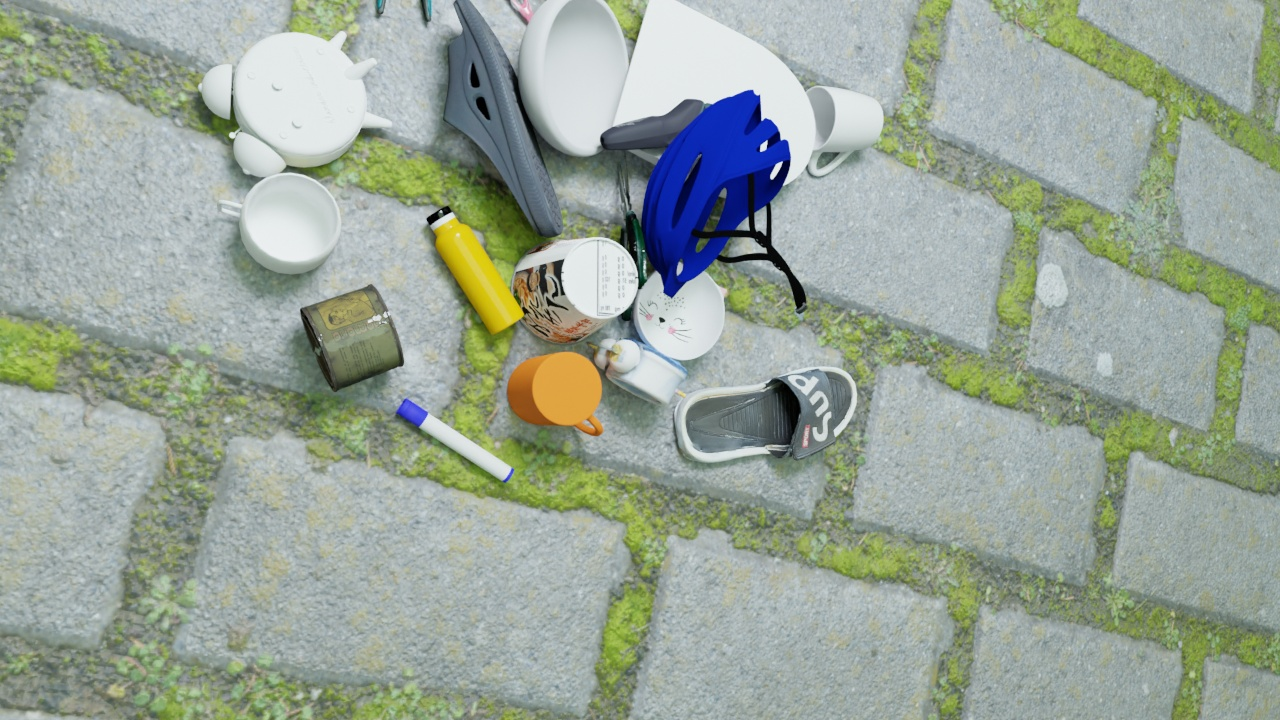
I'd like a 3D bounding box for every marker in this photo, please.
[{"bbox_3d":[-0.200,0.087,0.997,0.141,0.020,0.020,36,73,-18],"label":"marker"}]

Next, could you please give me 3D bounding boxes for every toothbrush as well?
[{"bbox_3d":[-0.136,-0.407,1.054,0.021,0.016,0.135,-34,101,-12],"label":"toothbrush"}]

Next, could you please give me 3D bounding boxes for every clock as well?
[{"bbox_3d":[-0.006,0.006,1.050,0.125,0.089,0.052,31,82,-20],"label":"clock"},{"bbox_3d":[-0.344,-0.262,0.922,0.160,0.073,0.125,-30,99,-23],"label":"clock"}]

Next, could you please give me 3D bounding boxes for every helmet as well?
[{"bbox_3d":[0.114,-0.160,1.003,0.228,0.147,0.241,34,95,17],"label":"helmet"}]

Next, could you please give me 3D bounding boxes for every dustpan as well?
[{"bbox_3d":[0.093,-0.304,1.131,0.257,0.053,0.191,19,80,-21],"label":"dustpan"}]

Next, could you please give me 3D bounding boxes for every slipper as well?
[{"bbox_3d":[0.170,0.069,1.140,0.263,0.063,0.111,-6,89,-22],"label":"slipper"},{"bbox_3d":[-0.162,-0.254,1.000,0.083,0.110,0.268,-19,96,7],"label":"slipper"}]

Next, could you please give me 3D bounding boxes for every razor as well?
[{"bbox_3d":[0.021,-0.265,1.046,0.142,0.047,0.052,-16,117,-21],"label":"razor"}]

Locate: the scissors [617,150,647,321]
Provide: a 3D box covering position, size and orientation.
[{"bbox_3d":[-0.017,-0.142,1.073,0.015,0.137,0.209,-1,57,-9],"label":"scissors"}]

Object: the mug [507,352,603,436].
[{"bbox_3d":[-0.084,0.045,1.008,0.112,0.096,0.077,47,70,-15],"label":"mug"}]

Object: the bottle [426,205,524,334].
[{"bbox_3d":[-0.183,-0.100,1.001,0.043,0.043,0.143,-35,101,-22],"label":"bottle"}]

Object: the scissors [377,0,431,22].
[{"bbox_3d":[-0.258,-0.436,1.001,0.126,0.019,0.154,-45,103,-21],"label":"scissors"}]

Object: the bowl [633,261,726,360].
[{"bbox_3d":[0.039,-0.056,1.092,0.114,0.051,0.114,2,86,-24],"label":"bowl"}]

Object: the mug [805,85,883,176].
[{"bbox_3d":[0.256,-0.296,1.197,0.087,0.081,0.114,-5,120,-30],"label":"mug"}]

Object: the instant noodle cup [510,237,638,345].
[{"bbox_3d":[-0.066,-0.082,1.009,0.123,0.122,0.123,2,86,-24],"label":"instant noodle cup"}]

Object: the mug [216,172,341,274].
[{"bbox_3d":[-0.359,-0.138,0.911,0.115,0.068,0.094,14,81,-23],"label":"mug"}]

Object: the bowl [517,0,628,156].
[{"bbox_3d":[-0.085,-0.319,1.025,0.176,0.066,0.177,-23,118,-55],"label":"bowl"}]

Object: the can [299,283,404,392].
[{"bbox_3d":[-0.291,-0.022,0.923,0.074,0.090,0.090,-23,96,-23],"label":"can"}]
